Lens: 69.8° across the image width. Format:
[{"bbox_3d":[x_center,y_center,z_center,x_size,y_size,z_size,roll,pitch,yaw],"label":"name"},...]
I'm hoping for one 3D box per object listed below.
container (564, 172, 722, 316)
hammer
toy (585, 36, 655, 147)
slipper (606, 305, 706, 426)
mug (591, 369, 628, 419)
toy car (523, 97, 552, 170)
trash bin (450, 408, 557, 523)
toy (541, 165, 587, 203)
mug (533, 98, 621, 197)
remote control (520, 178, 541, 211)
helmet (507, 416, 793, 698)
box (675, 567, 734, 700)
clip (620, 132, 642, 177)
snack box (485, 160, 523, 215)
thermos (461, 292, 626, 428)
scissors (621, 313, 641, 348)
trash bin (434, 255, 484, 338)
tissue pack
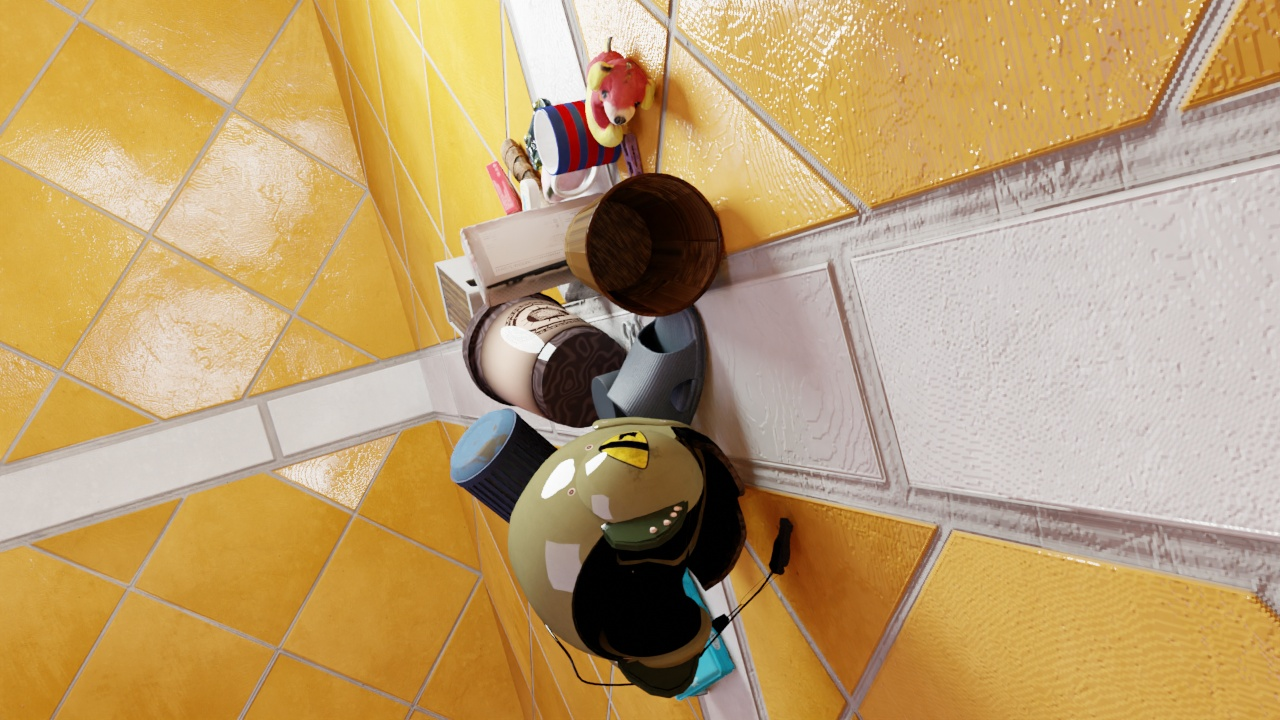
[{"bbox_3d":[-0.010,-0.116,0.924,0.167,0.132,0.132,-158,54,-72],"label":"container"},{"bbox_3d":[-0.132,-0.215,1.269,0.122,0.048,0.318,97,151,-43],"label":"hammer"},{"bbox_3d":[-0.027,-0.275,0.934,0.137,0.067,0.105,-159,61,-76],"label":"toy"},{"bbox_3d":[0.002,0.057,1.012,0.101,0.082,0.264,41,127,53],"label":"slipper"},{"bbox_3d":[-0.011,0.054,1.113,0.071,0.077,0.105,59,155,33],"label":"mug"},{"bbox_3d":[-0.125,-0.295,1.196,0.048,0.033,0.106,67,155,21],"label":"toy car"},{"bbox_3d":[-0.146,0.186,1.312,0.249,0.139,0.139,44,172,-25],"label":"trash bin"},{"bbox_3d":[-0.090,-0.235,1.118,0.096,0.053,0.099,-103,33,-86],"label":"toy"},{"bbox_3d":[-0.071,-0.238,1.040,0.075,0.076,0.112,53,152,43],"label":"mug"},{"bbox_3d":[-0.144,-0.181,1.234,0.038,0.018,0.126,-139,42,-57],"label":"remote control"},{"bbox_3d":[0.005,0.163,0.877,0.233,0.255,0.251,39,141,54],"label":"helmet"},{"bbox_3d":[0.032,0.341,1.240,0.227,0.083,0.173,63,157,25],"label":"box"},{"bbox_3d":[-0.008,-0.218,0.986,0.037,0.013,0.053,43,147,55],"label":"clip"},{"bbox_3d":[-0.184,-0.225,1.349,0.133,0.021,0.089,61,-176,-71],"label":"snack box"},{"bbox_3d":[-0.127,0.001,1.260,0.226,0.172,0.173,23,127,56],"label":"thermos"},{"bbox_3d":[-0.001,0.012,1.145,0.090,0.014,0.171,177,80,-70],"label":"scissors"},{"bbox_3d":[-0.259,-0.104,1.573,0.229,0.114,0.114,36,138,59],"label":"trash bin"},{"bbox_3d":[-0.113,-0.133,1.086,0.071,0.181,0.104,95,152,-63],"label":"tissue pack"}]
